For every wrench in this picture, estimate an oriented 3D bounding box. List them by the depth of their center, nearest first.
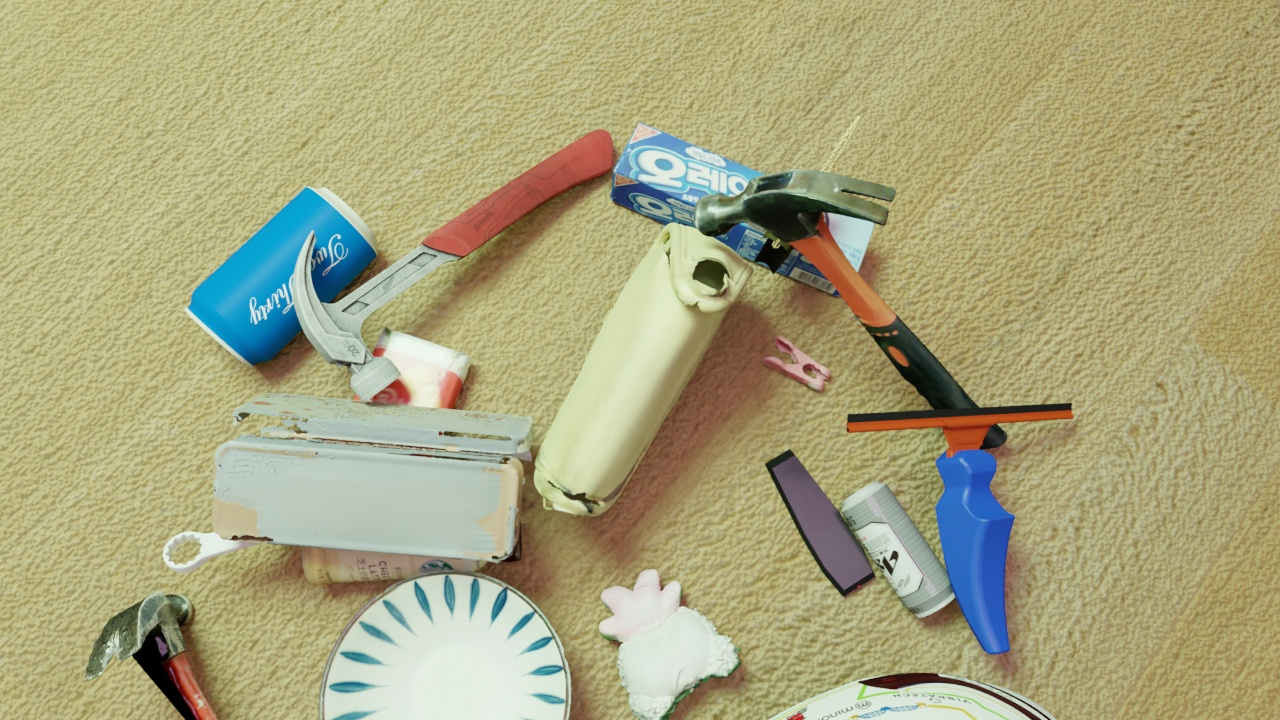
[{"bbox_3d":[-0.214,0.110,0.694,0.273,0.009,0.047,-14,54,-14],"label":"wrench"}]

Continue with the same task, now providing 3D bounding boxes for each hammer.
[{"bbox_3d":[-0.276,0.310,0.642,0.036,0.141,0.326,-32,88,-11],"label":"hammer"},{"bbox_3d":[0.188,-0.024,0.692,0.333,0.133,0.033,42,57,-33],"label":"hammer"},{"bbox_3d":[-0.141,-0.110,0.759,0.314,0.036,0.126,-40,100,-26],"label":"hammer"}]

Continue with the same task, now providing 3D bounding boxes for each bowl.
[{"bbox_3d":[-0.140,0.247,0.682,0.177,0.071,0.177,1,75,-4],"label":"bowl"}]

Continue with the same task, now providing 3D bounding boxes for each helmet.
[{"bbox_3d":[0.178,0.322,0.582,0.314,0.236,0.230,-13,71,-5],"label":"helmet"}]

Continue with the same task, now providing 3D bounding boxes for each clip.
[{"bbox_3d":[0.138,0.000,0.790,0.058,0.022,0.037,33,73,0],"label":"clip"}]

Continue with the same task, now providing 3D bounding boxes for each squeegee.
[{"bbox_3d":[0.258,0.130,0.708,0.249,0.055,0.184,-1,79,-30],"label":"squeegee"}]

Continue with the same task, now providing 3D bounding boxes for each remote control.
[{"bbox_3d":[0.147,0.132,0.760,0.039,0.010,0.124,-29,78,-10],"label":"remote control"}]

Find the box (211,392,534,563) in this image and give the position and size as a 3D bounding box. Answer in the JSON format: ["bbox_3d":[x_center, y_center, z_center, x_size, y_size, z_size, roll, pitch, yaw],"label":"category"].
[{"bbox_3d":[-0.192,0.085,0.681,0.216,0.096,0.105,5,89,-1],"label":"box"}]

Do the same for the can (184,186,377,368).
[{"bbox_3d":[-0.290,-0.069,0.750,0.079,0.079,0.146,40,77,7],"label":"can"}]

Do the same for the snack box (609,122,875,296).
[{"bbox_3d":[0.087,-0.130,0.800,0.226,0.059,0.059,23,72,3],"label":"snack box"}]

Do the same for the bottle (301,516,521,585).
[{"bbox_3d":[-0.175,0.141,0.714,0.162,0.056,0.056,-3,76,-4],"label":"bottle"}]

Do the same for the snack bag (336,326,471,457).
[{"bbox_3d":[-0.193,0.037,0.751,0.077,0.036,0.115,18,75,1],"label":"snack bag"}]

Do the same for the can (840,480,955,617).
[{"bbox_3d":[0.208,0.151,0.742,0.044,0.044,0.106,-31,79,-11],"label":"can"}]

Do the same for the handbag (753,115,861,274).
[{"bbox_3d":[0.126,-0.127,0.679,0.027,0.178,0.084,35,75,5],"label":"handbag"}]

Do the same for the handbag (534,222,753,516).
[{"bbox_3d":[-0.004,0.004,0.705,0.088,0.191,0.233,31,95,0],"label":"handbag"}]

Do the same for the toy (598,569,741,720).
[{"bbox_3d":[0.015,0.217,0.716,0.095,0.041,0.109,-30,73,-11],"label":"toy"}]
